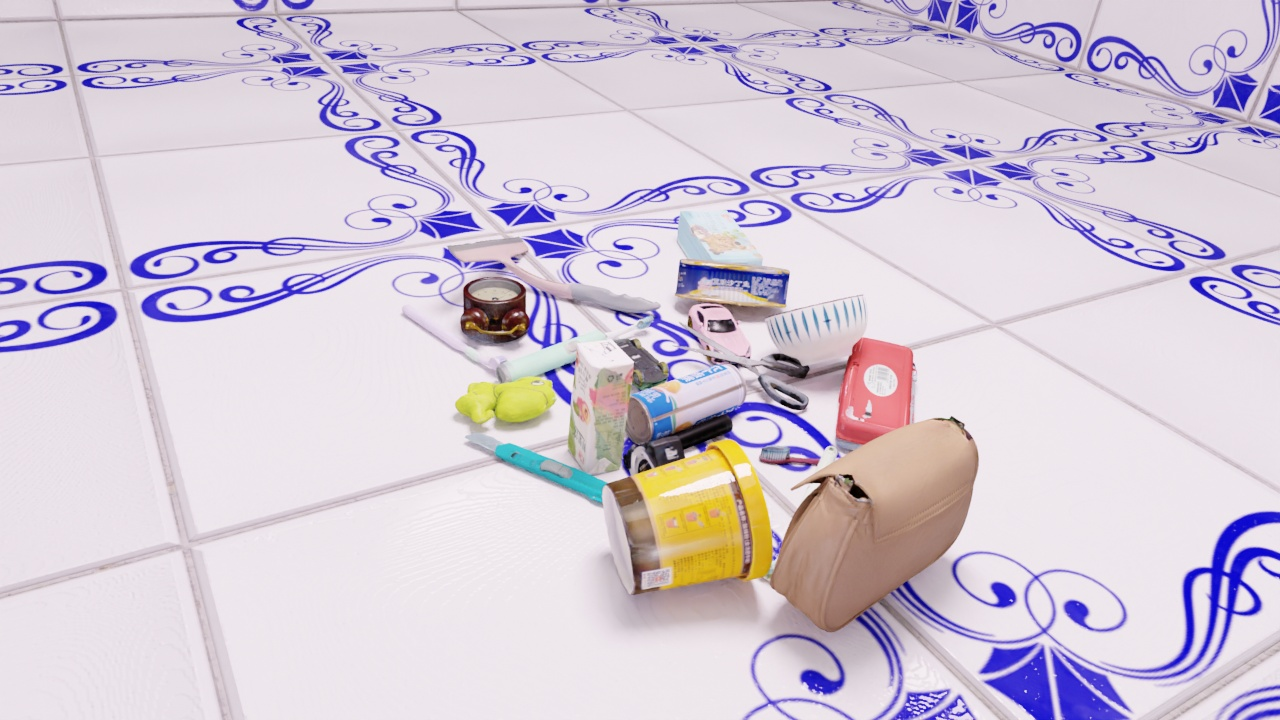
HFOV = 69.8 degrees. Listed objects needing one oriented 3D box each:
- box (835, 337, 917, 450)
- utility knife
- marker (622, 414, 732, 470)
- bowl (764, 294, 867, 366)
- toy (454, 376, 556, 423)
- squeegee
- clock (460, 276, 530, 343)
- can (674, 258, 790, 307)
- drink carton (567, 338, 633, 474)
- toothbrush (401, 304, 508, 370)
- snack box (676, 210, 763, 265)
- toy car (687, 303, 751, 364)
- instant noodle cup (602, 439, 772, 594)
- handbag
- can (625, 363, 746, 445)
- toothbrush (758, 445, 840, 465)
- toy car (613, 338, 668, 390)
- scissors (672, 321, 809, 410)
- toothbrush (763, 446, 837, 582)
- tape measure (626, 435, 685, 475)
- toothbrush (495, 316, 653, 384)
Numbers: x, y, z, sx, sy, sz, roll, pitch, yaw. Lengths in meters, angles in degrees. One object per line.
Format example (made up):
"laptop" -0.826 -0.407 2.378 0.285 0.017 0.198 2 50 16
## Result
"box" 0.266 0.042 1.025 0.087 0.047 0.200 12 32 11
"utility knife" -0.092 0.103 0.886 0.187 0.013 0.029 19 34 21
"marker" 0.041 0.083 0.933 0.131 0.020 0.022 -18 23 -33
"bowl" 0.207 -0.031 1.058 0.116 0.066 0.116 -13 -1 0
"toy" -0.138 0.042 0.962 0.100 0.031 0.096 8 31 13
"squeegee" -0.094 -0.099 1.189 0.250 0.040 0.247 20 13 9
"clock" -0.173 -0.056 1.092 0.082 0.055 0.121 1 29 -9
"can" 0.120 -0.101 1.194 0.148 0.049 0.074 5 10 -5
"drink carton" -0.038 0.045 0.886 0.045 0.123 0.053 -10 33 -26
"toothbrush" -0.222 -0.029 1.076 0.189 0.029 0.021 28 75 34
"snack box" 0.111 -0.160 1.311 0.074 0.052 0.174 -4 33 -13
"toy car" 0.096 -0.036 1.122 0.056 0.037 0.122 -5 34 -15
"instant noodle cup" 0.035 0.135 0.763 0.114 0.119 0.118 -12 35 -14
"handbag" 0.193 0.127 0.761 0.204 0.148 0.100 -17 40 -40
"can" 0.047 0.044 0.965 0.134 0.053 0.053 -18 39 -33
"toothbrush" 0.214 0.101 0.932 0.187 0.017 0.016 4 32 0
"toy car" -0.006 0.006 1.035 0.043 0.036 0.091 -15 36 -31
"scissors" 0.124 0.003 1.047 0.159 0.014 0.178 -9 45 -42
"toothbrush" 0.153 0.137 0.852 0.029 0.020 0.189 21 39 16
"tape measure" 0.018 0.105 0.847 0.033 0.066 0.066 -11 -5 -25
"toothbrush" -0.071 -0.015 1.070 0.223 0.027 0.026 -22 78 -37
